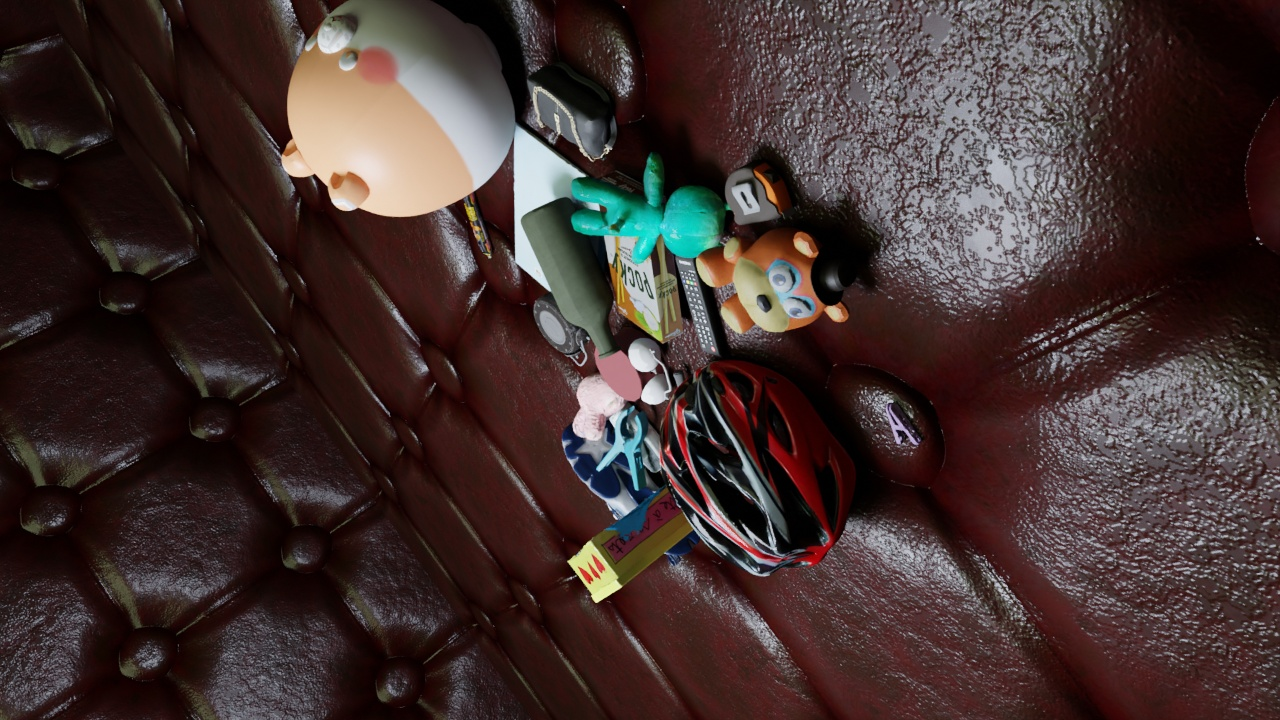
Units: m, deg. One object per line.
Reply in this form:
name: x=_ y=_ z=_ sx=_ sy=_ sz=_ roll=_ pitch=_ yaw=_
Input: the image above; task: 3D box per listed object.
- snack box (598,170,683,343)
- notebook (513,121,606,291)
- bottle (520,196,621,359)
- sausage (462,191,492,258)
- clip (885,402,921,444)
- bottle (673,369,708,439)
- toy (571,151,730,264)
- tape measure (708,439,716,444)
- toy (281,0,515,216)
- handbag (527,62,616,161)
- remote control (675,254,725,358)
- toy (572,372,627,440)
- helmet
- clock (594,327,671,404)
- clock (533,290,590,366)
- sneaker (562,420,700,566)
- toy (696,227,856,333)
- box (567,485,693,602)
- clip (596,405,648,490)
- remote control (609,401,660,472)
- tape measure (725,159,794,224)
snack box: x=-0.001 y=-0.122 z=1.097 sx=0.101 sy=0.031 sz=0.186 roll=38 pitch=147 yaw=44
notebook: x=-0.111 y=-0.174 z=1.242 sx=0.181 sy=0.009 sz=0.254 roll=41 pitch=147 yaw=23
bottle: x=-0.081 y=-0.101 z=1.172 sx=0.072 sy=0.071 sz=0.207 roll=-12 pitch=104 yaw=59
sausage: x=-0.252 y=-0.223 z=1.388 sx=0.020 sy=0.020 sz=0.155 roll=22 pitch=137 yaw=44
clip: x=0.269 y=0.068 z=0.933 sx=0.045 sy=0.014 sz=0.051 roll=26 pitch=141 yaw=41
bottle: x=0.063 y=0.062 z=1.206 sx=0.030 sy=0.030 sz=0.113 roll=18 pitch=134 yaw=47
toy: x=0.019 y=-0.149 z=0.973 sx=0.193 sy=0.072 sz=0.131 roll=9 pitch=128 yaw=5
tape measure: x=0.097 y=0.081 z=1.186 sx=0.051 sy=0.019 sz=0.059 roll=57 pitch=150 yaw=-2
toy: x=-0.300 y=-0.306 z=1.121 sx=0.263 sy=0.280 sz=0.266 roll=33 pitch=164 yaw=34
handbag: x=-0.078 y=-0.283 z=1.056 sx=0.128 sy=0.054 sz=0.079 roll=39 pitch=157 yaw=22
remote control: x=0.072 y=-0.066 z=1.078 sx=0.033 sy=0.015 sz=0.147 roll=21 pitch=136 yaw=52
toy: x=-0.062 y=0.065 z=1.329 sx=0.053 sy=0.105 sz=0.108 roll=30 pitch=168 yaw=-32
helmet: x=0.120 y=0.123 z=1.071 sx=0.272 sy=0.166 sz=0.218 roll=52 pitch=140 yaw=27
clock: x=-0.007 y=0.007 z=1.234 sx=0.138 sy=0.048 sz=0.096 roll=18 pitch=134 yaw=47
clock: x=-0.105 y=-0.053 z=1.300 sx=0.123 sy=0.043 sz=0.091 roll=50 pitch=151 yaw=7
sneaker: x=-0.024 y=0.207 z=1.421 sx=0.269 sy=0.103 sz=0.133 roll=44 pitch=155 yaw=14
toy: x=0.137 y=-0.080 z=0.905 sx=0.176 sy=0.096 sz=0.112 roll=-12 pitch=117 yaw=44
box: x=0.015 y=0.230 z=1.253 sx=0.080 sy=0.220 sz=0.125 roll=50 pitch=148 yaw=8
clip: x=-0.026 y=0.118 z=1.325 sx=0.103 sy=0.027 sz=0.120 roll=25 pitch=118 yaw=20
remote control: x=-0.001 y=0.111 z=1.350 sx=0.114 sy=0.028 sz=0.060 roll=50 pitch=150 yaw=8
tape measure: x=0.112 y=-0.163 z=0.896 sx=0.058 sy=0.038 sz=0.059 roll=-3 pitch=113 yaw=44
